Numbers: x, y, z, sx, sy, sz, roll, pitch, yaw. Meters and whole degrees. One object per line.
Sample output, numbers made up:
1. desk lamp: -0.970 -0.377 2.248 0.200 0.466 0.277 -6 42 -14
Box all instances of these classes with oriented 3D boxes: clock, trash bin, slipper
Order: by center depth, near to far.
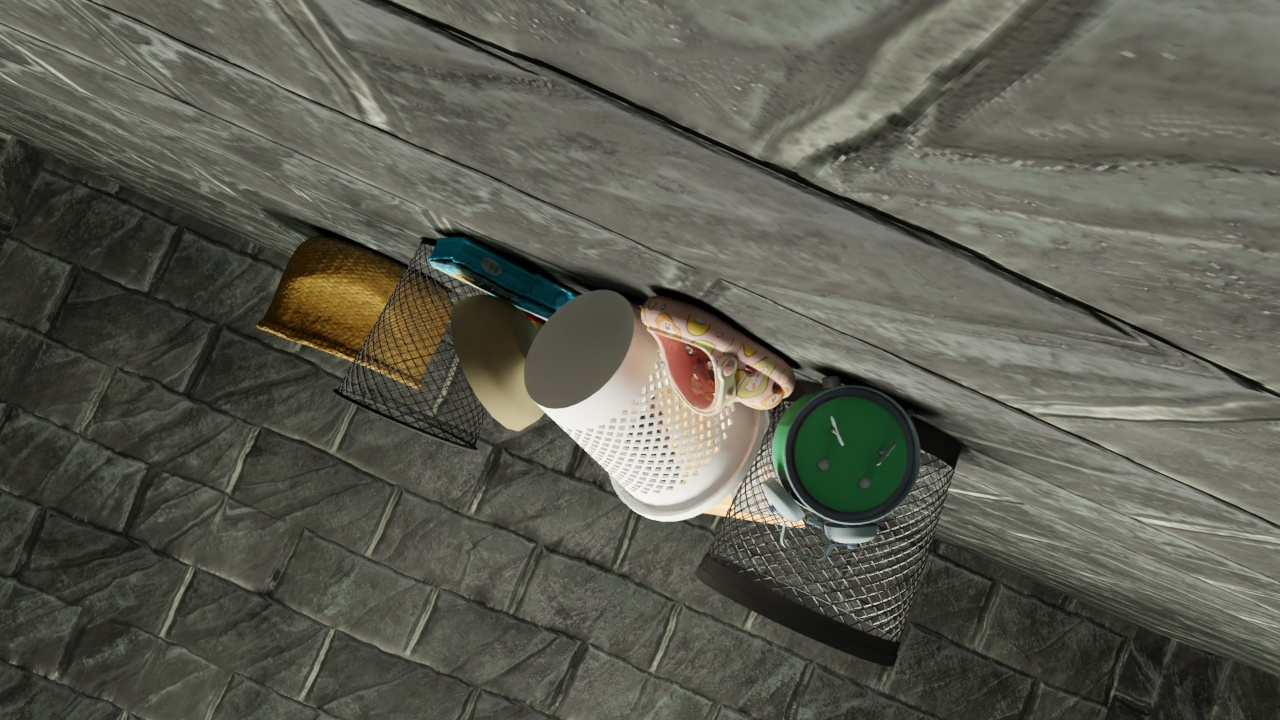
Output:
1. clock: 0.176 0.102 0.824 0.122 0.161 0.075 24 176 -3
2. slipper: 0.062 0.008 0.838 0.093 0.081 0.197 20 172 44
3. trash bin: -0.005 0.037 0.945 0.196 0.195 0.199 18 163 45
4. trash bin: 0.201 0.162 0.960 0.218 0.227 0.218 23 175 2
5. trash bin: -0.243 -0.022 1.120 0.184 0.210 0.184 23 175 2

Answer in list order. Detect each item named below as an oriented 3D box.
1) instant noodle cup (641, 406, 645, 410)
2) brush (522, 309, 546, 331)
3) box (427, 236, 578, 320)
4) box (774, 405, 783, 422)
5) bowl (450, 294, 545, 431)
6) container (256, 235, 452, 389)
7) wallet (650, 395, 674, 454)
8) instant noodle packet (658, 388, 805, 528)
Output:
1. instant noodle cup: -0.001 0.036 1.347 0.097 0.097 0.109 26 167 -24
2. brush: -0.121 -0.040 1.329 0.082 0.042 0.173 22 174 15
3. box: -0.120 -0.072 1.020 0.226 0.041 0.094 26 174 -28
4. box: 0.123 0.099 1.166 0.140 0.142 0.083 40 -142 3
5. bowl: -0.135 -0.005 0.966 0.050 0.152 0.152 -25 158 14
6. container: -0.490 -0.088 1.620 0.307 0.196 0.307 22 173 3
7. wallet: 0.047 0.070 1.258 0.072 0.020 0.123 -3 -124 -35
8. instant noodle packet: 0.103 0.107 1.105 0.160 0.032 0.221 3 124 34
